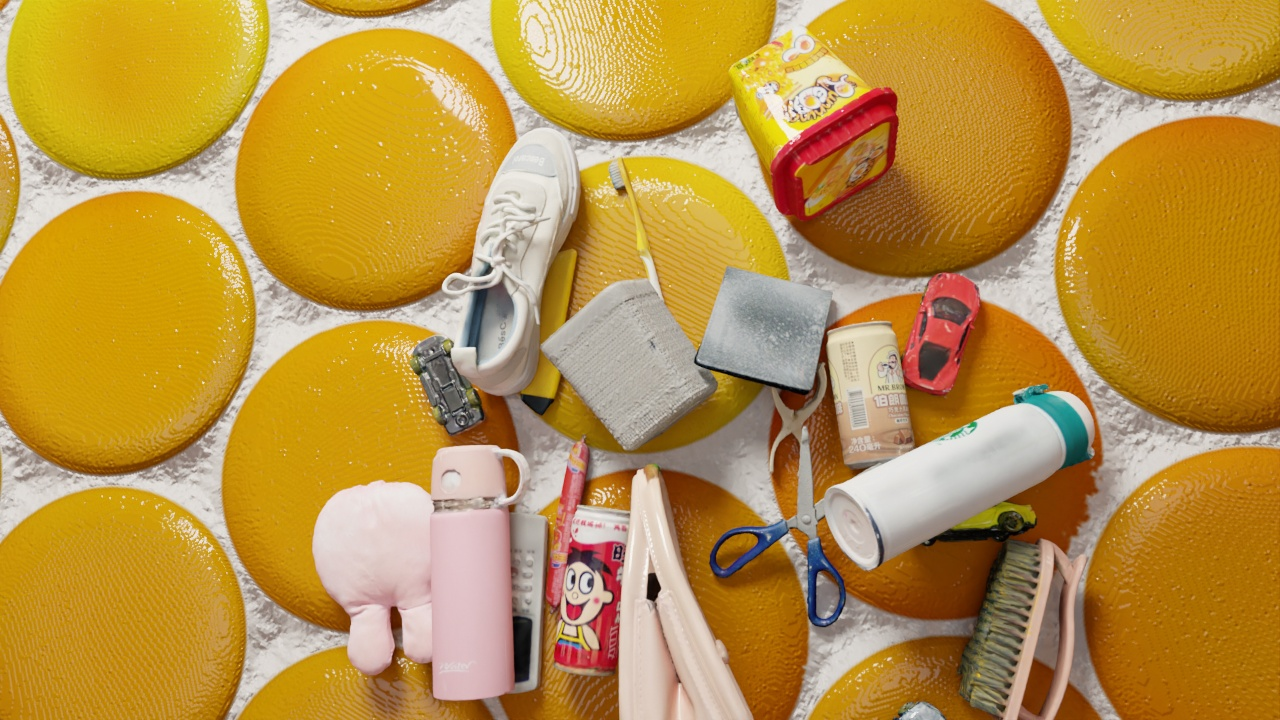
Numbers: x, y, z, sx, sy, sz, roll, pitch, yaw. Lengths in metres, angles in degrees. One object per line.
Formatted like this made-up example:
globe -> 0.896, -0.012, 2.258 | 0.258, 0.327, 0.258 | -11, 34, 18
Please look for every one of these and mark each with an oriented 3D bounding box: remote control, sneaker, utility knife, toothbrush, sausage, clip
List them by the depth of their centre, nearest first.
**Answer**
clip -> 0.117, 0.042, 0.781 | 0.084, 0.035, 0.104 | 26, 93, 6
sneaker -> -0.116, -0.094, 0.785 | 0.090, 0.090, 0.242 | 7, 80, 19
remote control -> -0.112, 0.206, 0.786 | 0.058, 0.021, 0.150 | 1, 81, 6
sausage -> -0.063, 0.140, 0.791 | 0.020, 0.020, 0.155 | 8, 83, 7
utility knife -> -0.079, -0.026, 0.819 | 0.033, 0.015, 0.153 | 10, 82, 1
toothbrush -> 0.001, -0.093, 0.820 | 0.018, 0.016, 0.191 | -17, 80, 14

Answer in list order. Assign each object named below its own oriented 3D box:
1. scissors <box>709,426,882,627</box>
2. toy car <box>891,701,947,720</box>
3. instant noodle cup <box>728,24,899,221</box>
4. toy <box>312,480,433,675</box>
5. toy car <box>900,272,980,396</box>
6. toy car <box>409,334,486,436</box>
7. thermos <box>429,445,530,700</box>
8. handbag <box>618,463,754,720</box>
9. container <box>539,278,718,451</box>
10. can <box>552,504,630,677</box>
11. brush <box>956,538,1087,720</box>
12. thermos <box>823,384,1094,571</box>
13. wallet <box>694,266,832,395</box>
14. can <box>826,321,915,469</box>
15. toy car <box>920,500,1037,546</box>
scissors -> 0.130, 0.142, 0.751 | 0.163, 0.012, 0.175 | -18, 97, 19
toy car -> 0.203, 0.319, 0.732 | 0.105, 0.031, 0.049 | -39, 79, 0
instant noodle cup -> 0.141, -0.204, 0.779 | 0.116, 0.116, 0.123 | -31, 68, 1
toy -> -0.218, 0.182, 0.783 | 0.121, 0.054, 0.159 | -12, 78, 5
toy car -> 0.254, -0.024, 0.776 | 0.049, 0.031, 0.106 | 20, 82, 7
toy car -> -0.170, 0.021, 0.811 | 0.042, 0.035, 0.090 | -27, 80, 0
thermos -> -0.129, 0.169, 0.747 | 0.087, 0.067, 0.198 | -5, 80, 18
handbag -> 0.024, 0.194, 0.698 | 0.093, 0.193, 0.234 | -13, 71, 2
container -> -0.005, 0.005, 0.762 | 0.090, 0.090, 0.114 | -40, 83, 21
can -> -0.038, 0.189, 0.764 | 0.053, 0.053, 0.132 | 7, 83, 7
brush -> 0.303, 0.212, 0.721 | 0.073, 0.063, 0.145 | 17, 82, 12
thermos -> 0.252, 0.084, 0.713 | 0.224, 0.073, 0.073 | -21, 79, -18
wallet -> 0.105, -0.027, 0.770 | 0.097, 0.019, 0.120 | 14, 49, 9
can -> 0.190, 0.029, 0.760 | 0.058, 0.058, 0.116 | -8, 81, 5
toy car -> 0.264, 0.130, 0.744 | 0.105, 0.048, 0.032 | -6, 68, 5
